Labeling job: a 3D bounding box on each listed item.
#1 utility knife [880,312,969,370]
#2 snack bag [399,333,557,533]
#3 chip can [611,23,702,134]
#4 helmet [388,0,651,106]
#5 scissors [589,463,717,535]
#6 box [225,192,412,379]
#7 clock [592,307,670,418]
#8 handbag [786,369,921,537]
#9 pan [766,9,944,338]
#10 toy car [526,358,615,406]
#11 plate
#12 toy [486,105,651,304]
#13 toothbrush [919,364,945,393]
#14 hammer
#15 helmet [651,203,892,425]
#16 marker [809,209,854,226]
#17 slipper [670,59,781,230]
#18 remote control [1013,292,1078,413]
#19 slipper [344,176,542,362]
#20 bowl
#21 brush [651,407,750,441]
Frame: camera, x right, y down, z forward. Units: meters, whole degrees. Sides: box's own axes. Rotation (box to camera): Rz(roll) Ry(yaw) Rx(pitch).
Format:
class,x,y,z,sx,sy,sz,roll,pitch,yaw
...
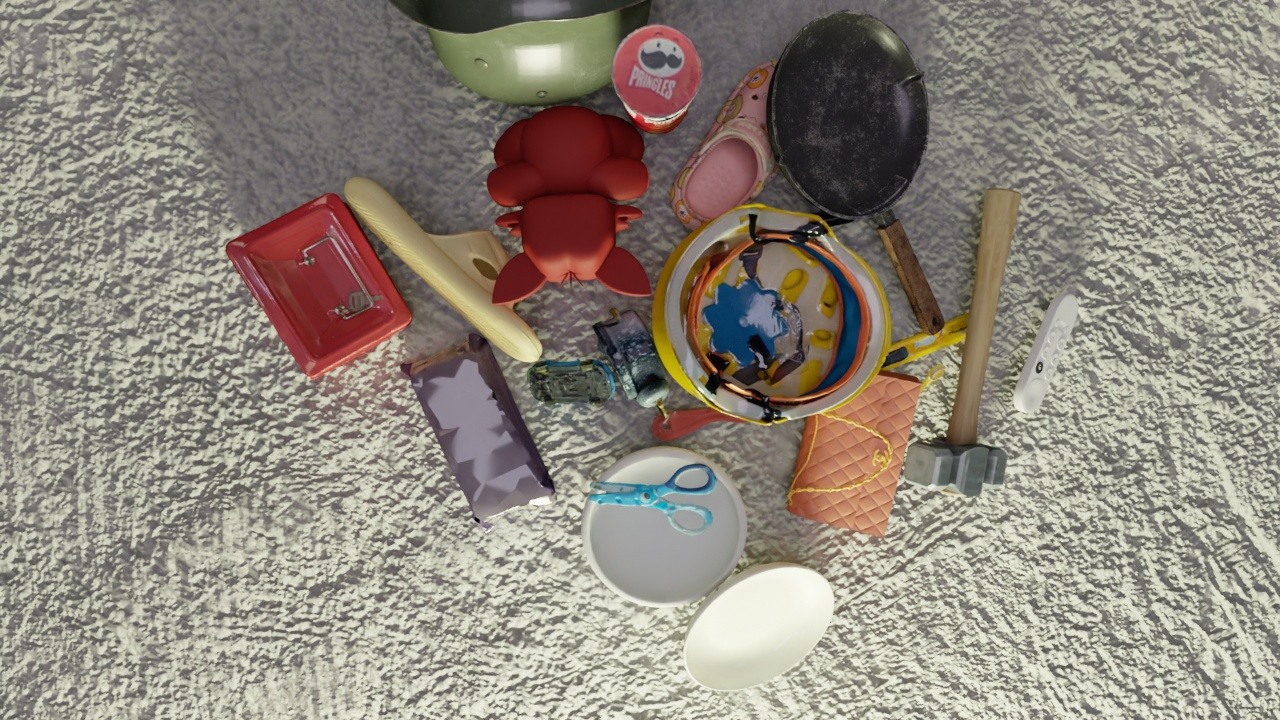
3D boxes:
class,x,y,z,sx,sy,sz,roll,pitch,yaw
utility knife,0.302,-0.018,1.001,0.155,0.017,0.030,-23,108,0
snack bag,-0.173,0.080,0.986,0.096,0.058,0.205,-24,98,2
chip can,0.015,-0.251,0.847,0.073,0.232,0.073,0,100,1
helmet,-0.102,-0.329,0.861,0.267,0.154,0.226,-6,59,-10
scissors,0.012,0.134,0.954,0.140,0.015,0.083,12,101,-1
box,-0.325,-0.075,0.948,0.136,0.123,0.157,-30,96,-15
clock,-0.006,0.006,0.962,0.052,0.090,0.129,-26,95,-3
handbag,0.226,0.094,0.988,0.109,0.060,0.172,12,102,10
pan,0.237,-0.177,0.941,0.207,0.040,0.357,-34,110,-22
toy car,-0.072,0.022,0.976,0.105,0.032,0.048,-2,110,31
plate,0.125,0.287,1.010,0.182,0.034,0.183,-11,124,-18
toy,-0.070,-0.152,0.905,0.158,0.121,0.197,-3,77,-3
toothbrush,0.287,0.055,1.011,0.021,0.016,0.135,42,96,-4
hammer,0.355,-0.017,0.967,0.117,0.051,0.323,4,97,-33
helmet,0.117,-0.044,0.933,0.239,0.140,0.209,15,87,-22
marker,0.160,-0.149,0.978,0.138,0.016,0.022,-5,68,1
slipper,0.109,-0.213,0.933,0.093,0.081,0.197,35,99,-7
remote control,0.437,-0.008,0.988,0.043,0.013,0.136,24,89,-38
slipper,-0.187,-0.105,0.942,0.261,0.111,0.079,42,74,-3
bowl,0.024,0.174,1.000,0.176,0.066,0.176,0,99,-1
brush,0.096,0.052,1.000,0.172,0.030,0.041,-15,101,1
